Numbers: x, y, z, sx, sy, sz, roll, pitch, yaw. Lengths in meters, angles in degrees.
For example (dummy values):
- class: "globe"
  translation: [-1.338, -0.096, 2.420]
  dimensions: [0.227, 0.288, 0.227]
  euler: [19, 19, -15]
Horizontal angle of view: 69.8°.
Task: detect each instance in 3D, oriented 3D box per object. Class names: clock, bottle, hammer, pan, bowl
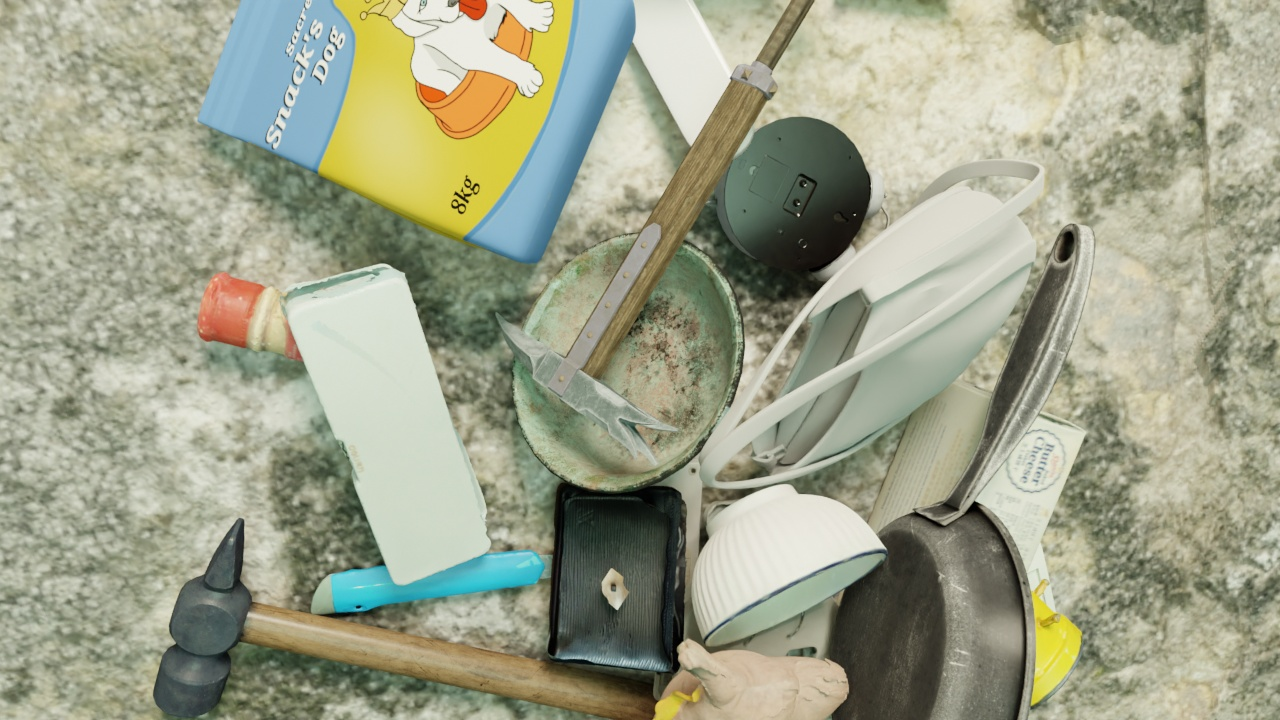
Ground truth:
- class: "clock"
  translation: [0.105, -0.102, 0.591]
  dimensions: [0.122, 0.035, 0.094]
  euler: [25, 96, -15]
- class: "bottle"
  translation: [-0.202, -0.019, 0.547]
  dimensions: [0.109, 0.044, 0.044]
  euler: [14, 98, -13]
- class: "hammer"
  translation: [0.033, -0.113, 0.523]
  dimensions: [0.317, 0.147, 0.028]
  euler: [-59, 146, 3]
- class: "pan"
  translation: [0.186, 0.089, 0.526]
  dimensions: [0.055, 0.187, 0.357]
  euler: [15, 91, -9]
- class: "bowl"
  translation: [0.078, 0.114, 0.541]
  dimensions: [0.118, 0.118, 0.062]
  euler: [-24, 65, -5]
- class: "hammer"
  translation: [-0.134, 0.195, 0.599]
  dimensions: [0.321, 0.040, 0.129]
  euler: [18, 107, -17]
- class: "clock"
  translation: [0.246, 0.205, 0.637]
  dimensions: [0.057, 0.083, 0.119]
  euler: [44, 111, 1]
- class: "bowl"
  translation: [-0.003, 0.003, 0.552]
  dimensions: [0.157, 0.157, 0.038]
  euler: [-58, 147, 4]

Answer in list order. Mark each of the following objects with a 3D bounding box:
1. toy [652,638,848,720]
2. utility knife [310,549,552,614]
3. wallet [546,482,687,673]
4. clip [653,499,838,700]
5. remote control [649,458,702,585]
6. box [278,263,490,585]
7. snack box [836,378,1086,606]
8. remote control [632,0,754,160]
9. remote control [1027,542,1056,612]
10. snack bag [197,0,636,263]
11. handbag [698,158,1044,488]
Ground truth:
- class: "toy"
  translation: [0.001, 0.246, 0.566]
  dimensions: [0.265, 0.065, 0.196]
  euler: [-38, 136, 24]
- class: "utility knife"
  translation: [-0.126, 0.144, 0.606]
  dimensions: [0.178, 0.015, 0.031]
  euler: [-4, 105, -7]
- class: "wallet"
  translation: [-0.015, 0.138, 0.588]
  dimensions: [0.089, 0.026, 0.115]
  euler: [-1, 79, 21]
- class: "clip"
  translation: [0.078, 0.168, 0.610]
  dimensions: [0.126, 0.097, 0.152]
  euler: [-2, 113, -21]
- class: "remote control"
  translation: [0.014, 0.134, 0.632]
  dimensions: [0.050, 0.011, 0.136]
  euler: [0, 102, -12]
- class: "box"
  translation: [-0.142, 0.041, 0.539]
  dimensions: [0.083, 0.066, 0.199]
  euler: [-9, 121, 7]
- class: "snack box"
  translation: [0.205, 0.120, 0.618]
  dimensions: [0.057, 0.104, 0.208]
  euler: [18, 97, -16]
- class: "remote control"
  translation: [0.025, -0.182, 0.553]
  dimensions: [0.043, 0.013, 0.136]
  euler: [-29, 90, 9]
- class: "remote control"
  translation: [0.275, 0.162, 0.679]
  dimensions: [0.049, 0.024, 0.143]
  euler: [-20, 105, -6]
- class: "snack bag"
  translation: [-0.125, -0.163, 0.510]
  dimensions: [0.205, 0.102, 0.159]
  euler: [23, 96, -2]
- class: "handbag"
  translation: [0.114, -0.007, 0.516]
  dimensions: [0.222, 0.216, 0.095]
  euler: [-31, 66, -28]
